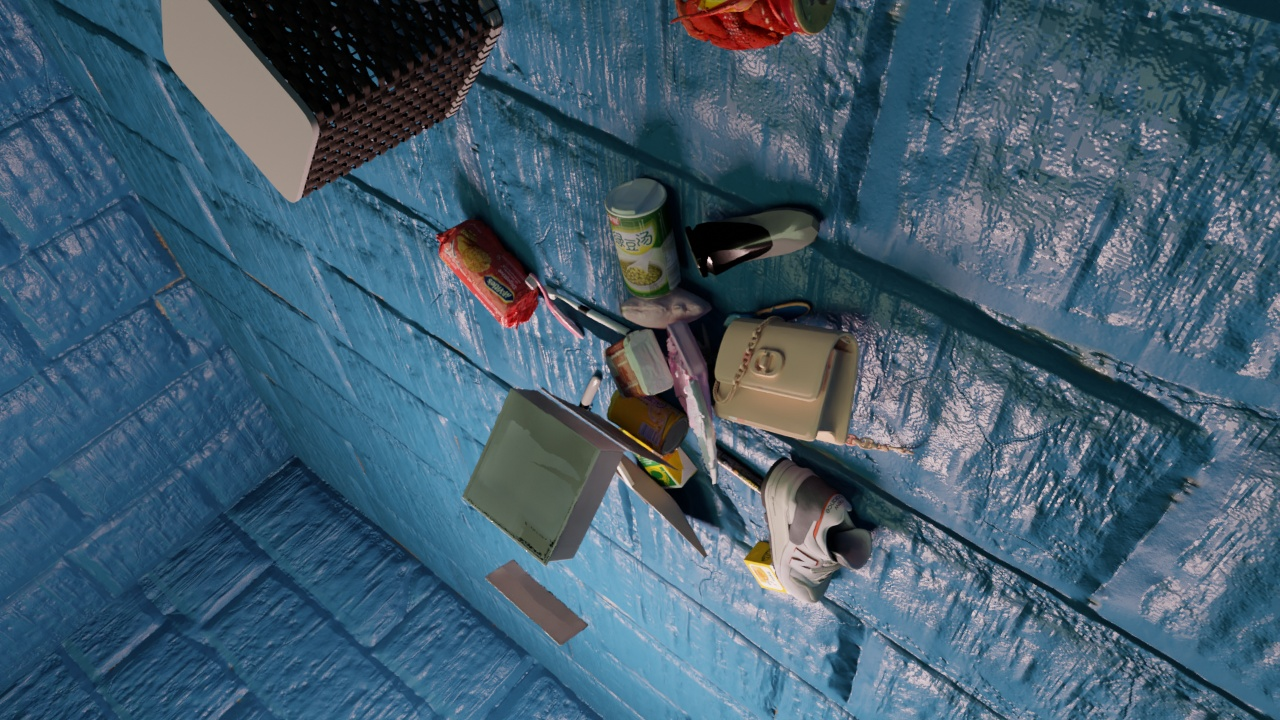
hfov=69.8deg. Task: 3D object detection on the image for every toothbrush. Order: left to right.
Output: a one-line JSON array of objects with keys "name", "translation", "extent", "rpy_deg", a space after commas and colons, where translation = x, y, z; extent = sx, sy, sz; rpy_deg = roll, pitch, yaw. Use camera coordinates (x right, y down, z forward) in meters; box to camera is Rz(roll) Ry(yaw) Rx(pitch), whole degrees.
[{"name": "toothbrush", "translation": [-0.121, -0.073, 1.299], "extent": [0.022, 0.016, 0.135], "rpy_deg": [21, 155, 51]}, {"name": "toothbrush", "translation": [-0.068, -0.064, 1.267], "extent": [0.187, 0.012, 0.017], "rpy_deg": [28, 160, 31]}, {"name": "toothbrush", "translation": [0.135, -0.049, 1.002], "extent": [0.021, 0.017, 0.135], "rpy_deg": [43, 155, -23]}]

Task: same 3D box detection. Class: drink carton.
[{"name": "drink carton", "translation": [0.022, 0.132, 1.368], "extent": [0.122, 0.041, 0.058], "rpy_deg": [52, 152, -11]}, {"name": "drink carton", "translation": [0.214, 0.304, 1.330], "extent": [0.123, 0.040, 0.058], "rpy_deg": [-5, 124, 56]}]

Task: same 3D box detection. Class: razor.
[{"name": "razor", "translation": [0.110, -0.121, 0.909], "extent": [0.157, 0.060, 0.057], "rpy_deg": [-11, 108, 36]}]

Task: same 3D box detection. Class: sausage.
[{"name": "sausage", "translation": [0.149, 0.161, 1.256], "extent": [0.155, 0.020, 0.020], "rpy_deg": [36, 151, 19]}]

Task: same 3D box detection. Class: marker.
[{"name": "marker", "translation": [-0.078, 0.055, 1.436], "extent": [0.022, 0.016, 0.139], "rpy_deg": [16, 152, -8]}]

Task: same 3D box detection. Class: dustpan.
[{"name": "dustpan", "translation": [0.005, 0.199, 1.415], "extent": [0.163, 0.033, 0.258], "rpy_deg": [37, 161, 44]}]

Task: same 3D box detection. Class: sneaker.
[{"name": "sneaker", "translation": [0.233, 0.238, 1.167], "extent": [0.124, 0.088, 0.240], "rpy_deg": [18, 138, 47]}]

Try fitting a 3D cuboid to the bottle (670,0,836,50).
[{"name": "bottle", "translation": [0.081, -0.282, 0.690], "extent": [0.111, 0.098, 0.099], "rpy_deg": [16, 140, 37]}]

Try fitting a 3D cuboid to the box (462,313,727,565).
[{"name": "box", "translation": [-0.022, 0.071, 1.233], "extent": [0.167, 0.444, 0.165], "rpy_deg": [32, 141, 32]}]

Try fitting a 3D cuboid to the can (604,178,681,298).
[{"name": "can", "translation": [0.004, -0.134, 1.016], "extent": [0.067, 0.067, 0.121], "rpy_deg": [26, 146, 34]}]

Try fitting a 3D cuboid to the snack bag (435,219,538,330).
[{"name": "snack bag", "translation": [-0.215, -0.127, 1.321], "extent": [0.176, 0.082, 0.082], "rpy_deg": [47, 152, -2]}]

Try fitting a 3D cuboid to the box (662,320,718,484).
[{"name": "box", "translation": [0.070, 0.052, 1.095], "extent": [0.201, 0.041, 0.153], "rpy_deg": [74, 174, -67]}]

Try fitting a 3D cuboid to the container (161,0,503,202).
[{"name": "container", "translation": [-0.350, -0.358, 1.021], "extent": [0.247, 0.243, 0.246], "rpy_deg": [50, 152, -7]}]

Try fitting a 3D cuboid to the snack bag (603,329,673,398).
[{"name": "snack bag", "translation": [-0.007, 0.007, 1.162], "extent": [0.225, 0.041, 0.077], "rpy_deg": [160, 87, -78]}]

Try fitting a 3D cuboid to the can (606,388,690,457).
[{"name": "can", "translation": [0.010, 0.081, 1.290], "extent": [0.105, 0.067, 0.068], "rpy_deg": [33, 149, 24]}]

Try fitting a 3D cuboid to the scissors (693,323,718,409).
[{"name": "scissors", "translation": [0.094, 0.019, 1.146], "extent": [0.148, 0.019, 0.118], "rpy_deg": [50, 154, 1]}]

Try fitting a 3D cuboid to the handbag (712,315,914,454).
[{"name": "handbag", "translation": [0.184, 0.021, 0.995], "extent": [0.187, 0.116, 0.199], "rpy_deg": [10, -179, -38]}]

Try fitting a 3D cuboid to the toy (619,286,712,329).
[{"name": "toy", "translation": [0.034, -0.063, 1.072], "extent": [0.096, 0.099, 0.053], "rpy_deg": [1, 98, 24]}]
